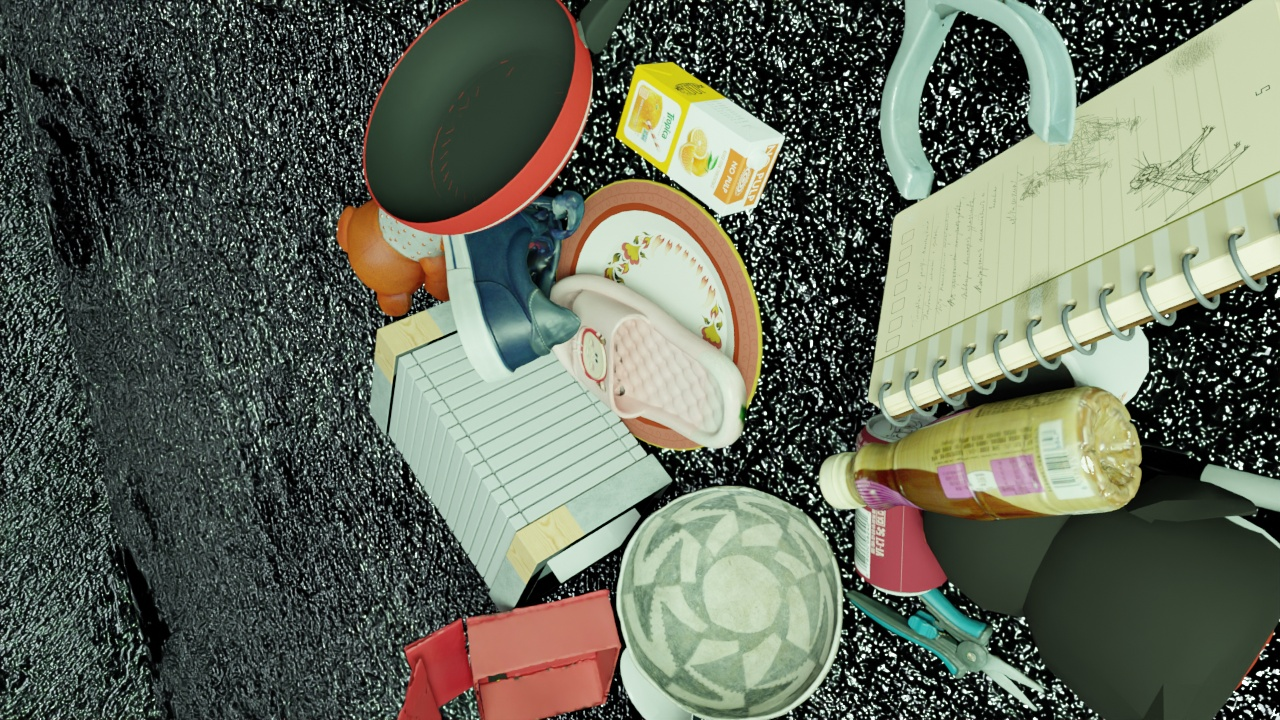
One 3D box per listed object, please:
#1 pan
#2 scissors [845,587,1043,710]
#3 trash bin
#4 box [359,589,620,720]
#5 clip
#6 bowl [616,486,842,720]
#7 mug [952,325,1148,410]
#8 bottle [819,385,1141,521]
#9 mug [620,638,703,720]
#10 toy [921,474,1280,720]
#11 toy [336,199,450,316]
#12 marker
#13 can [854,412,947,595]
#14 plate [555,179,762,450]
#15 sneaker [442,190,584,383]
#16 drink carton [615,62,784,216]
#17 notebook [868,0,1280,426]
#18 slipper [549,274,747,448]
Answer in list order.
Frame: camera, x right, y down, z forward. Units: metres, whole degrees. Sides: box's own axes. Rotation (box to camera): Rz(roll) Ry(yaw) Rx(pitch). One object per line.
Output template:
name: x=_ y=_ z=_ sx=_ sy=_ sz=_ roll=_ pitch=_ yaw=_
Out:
pan: x=-0.067 y=-0.225 z=0.689 sx=0.357 sy=0.067 sz=0.208 roll=-26 pitch=59 yaw=21
scissors: x=0.211 y=0.189 z=0.657 sx=0.149 sy=0.019 sz=0.123 roll=-10 pitch=95 yaw=42
trash bin: x=-0.119 y=0.076 z=0.840 sx=0.247 sy=0.142 sz=0.143 roll=52 pitch=147 yaw=17
box: x=-0.166 y=0.320 z=0.831 sx=0.121 sy=0.317 sz=0.211 roll=49 pitch=154 yaw=23
clip: x=0.192 y=-0.174 z=0.489 sx=0.159 sy=0.030 sz=0.174 roll=15 pitch=112 yaw=56
bowl: x=0.076 y=0.190 z=0.732 sx=0.179 sy=0.081 sz=0.178 roll=-4 pitch=78 yaw=19
mug: x=0.231 y=-0.005 z=0.504 sx=0.073 sy=0.089 sz=0.105 roll=34 pitch=128 yaw=32
bottle: x=0.166 y=0.056 z=0.482 sx=0.166 sy=0.059 sz=0.059 roll=-18 pitch=93 yaw=49
mug: x=0.032 y=0.263 z=0.816 sx=0.122 sy=0.094 sz=0.085 roll=3 pitch=108 yaw=45
toy: x=0.236 y=0.117 z=0.508 sx=0.184 sy=0.139 sz=0.159 roll=33 pitch=139 yaw=37
toy: x=-0.234 y=-0.132 z=0.940 sx=0.173 sy=0.092 sz=0.163 roll=-35 pitch=83 yaw=35
marker: x=0.329 y=0.067 z=0.489 sx=0.139 sy=0.016 sz=0.022 roll=13 pitch=92 yaw=41
can: x=0.178 y=0.097 z=0.620 sx=0.063 sy=0.063 sz=0.114 roll=14 pitch=116 yaw=42
plate: x=0.013 y=-0.037 z=0.766 sx=0.230 sy=0.021 sz=0.230 roll=20 pitch=120 yaw=40
sneaker: x=-0.108 y=-0.126 z=0.784 sx=0.121 sy=0.127 sz=0.294 roll=64 pitch=-174 yaw=-57
drink carton: x=0.043 y=-0.161 z=0.669 sx=0.122 sy=0.040 sz=0.059 roll=42 pitch=132 yaw=26
notebook: x=0.212 y=-0.066 z=0.458 sx=0.024 sy=0.167 sz=0.226 roll=35 pitch=142 yaw=-20
slipper: x=-0.004 y=0.004 z=0.740 sx=0.222 sy=0.055 sz=0.107 roll=29 pitch=127 yaw=37
